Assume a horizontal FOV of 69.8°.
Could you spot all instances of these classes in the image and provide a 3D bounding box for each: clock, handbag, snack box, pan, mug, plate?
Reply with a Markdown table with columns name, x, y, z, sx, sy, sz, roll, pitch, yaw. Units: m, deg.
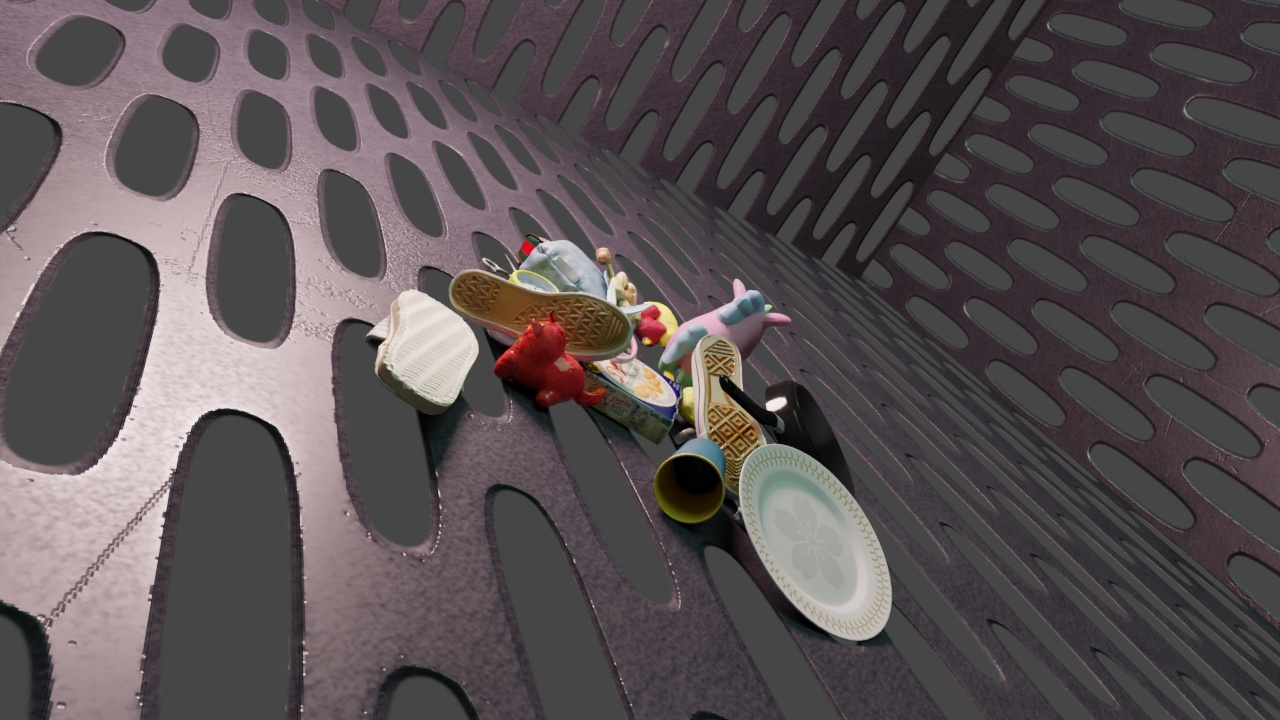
| name | x | y | z | sx | sy | sz | roll | pitch | yaw |
| --- | --- | --- | --- | --- | --- | --- | --- | --- | --- |
| clock | -0.157 | -0.078 | 1.261 | 0.083 | 0.057 | 0.118 | 32 | 24 | -1 |
| handbag | -0.123 | -0.151 | 1.515 | 0.166 | 0.063 | 0.138 | 29 | 8 | -13 |
| snack box | -0.020 | 0.036 | 1.203 | 0.145 | 0.043 | 0.144 | 31 | 18 | -3 |
| pan | 0.196 | 0.090 | 1.190 | 0.355 | 0.044 | 0.203 | 40 | 30 | -50 |
| mug | 0.062 | 0.130 | 1.046 | 0.078 | 0.078 | 0.121 | 33 | 13 | 4 |
| plate | 0.198 | 0.204 | 1.047 | 0.242 | 0.016 | 0.242 | 29 | 39 | -27 |
| handbag | -0.078 | -0.110 | 1.371 | 0.192 | 0.119 | 0.121 | 47 | 20 | 10 |

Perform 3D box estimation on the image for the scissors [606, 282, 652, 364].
| name | x | y | z | sx | sy | sz | roll | pitch | yaw |
| --- | --- | --- | --- | --- | --- | --- | --- | --- | --- |
| scissors | -0.057 | -0.061 | 1.243 | 0.168 | 0.014 | 0.170 | 13 | 40 | -12 |

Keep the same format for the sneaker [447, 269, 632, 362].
| name | x | y | z | sx | sy | sz | roll | pitch | yaw |
| --- | --- | --- | --- | --- | --- | --- | --- | --- | --- |
| sneaker | -0.127 | -0.048 | 1.163 | 0.235 | 0.087 | 0.079 | 15 | -16 | 0 |

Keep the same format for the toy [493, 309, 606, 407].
| name | x | y | z | sx | sy | sz | roll | pitch | yaw |
| --- | --- | --- | --- | --- | --- | --- | --- | --- | --- |
| toy | -0.094 | 0.006 | 1.079 | 0.133 | 0.094 | 0.088 | 31 | 18 | -8 |

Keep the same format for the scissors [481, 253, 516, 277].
| name | x | y | z | sx | sy | sz | roll | pitch | yaw |
| --- | --- | --- | --- | --- | --- | --- | --- | --- | --- |
| scissors | -0.181 | -0.119 | 1.397 | 0.141 | 0.014 | 0.175 | 19 | 24 | -51 |

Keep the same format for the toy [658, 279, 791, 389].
| name | x | y | z | sx | sy | sz | roll | pitch | yaw |
| --- | --- | --- | --- | --- | --- | --- | --- | --- | --- |
| toy | 0.120 | -0.038 | 1.419 | 0.120 | 0.171 | 0.221 | 41 | 20 | 27 |

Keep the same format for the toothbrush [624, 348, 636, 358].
| name | x | y | z | sx | sy | sz | roll | pitch | yaw |
| --- | --- | --- | --- | --- | --- | --- | --- | --- | --- |
| toothbrush | -0.008 | 0.008 | 1.337 | 0.016 | 0.021 | 0.135 | 23 | 16 | -16 |

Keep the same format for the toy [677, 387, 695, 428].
| name | x | y | z | sx | sy | sz | roll | pitch | yaw |
| --- | --- | --- | --- | --- | --- | --- | --- | --- | --- |
| toy | 0.104 | 0.081 | 1.287 | 0.118 | 0.043 | 0.092 | 34 | 17 | 0 |

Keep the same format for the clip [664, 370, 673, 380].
| name | x | y | z | sx | sy | sz | roll | pitch | yaw |
| --- | --- | --- | --- | --- | --- | --- | --- | --- | --- |
| clip | 0.028 | 0.030 | 1.325 | 0.048 | 0.045 | 0.054 | 53 | 13 | -18 |

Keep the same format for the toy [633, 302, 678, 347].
| name | x | y | z | sx | sy | sz | roll | pitch | yaw |
| --- | --- | --- | --- | --- | --- | --- | --- | --- | --- |
| toy | 0.004 | -0.064 | 1.485 | 0.137 | 0.067 | 0.105 | 24 | 39 | -27 |

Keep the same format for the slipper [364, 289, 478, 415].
| name | x | y | z | sx | sy | sz | roll | pitch | yaw |
| --- | --- | --- | --- | --- | --- | --- | --- | --- | --- |
| slipper | -0.228 | -0.008 | 0.956 | 0.114 | 0.054 | 0.272 | 30 | 13 | -18 |

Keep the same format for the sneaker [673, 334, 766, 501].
| name | x | y | z | sx | sy | sz | roll | pitch | yaw |
| --- | --- | --- | --- | --- | --- | --- | --- | --- | --- |
| sneaker | 0.102 | 0.082 | 1.196 | 0.118 | 0.088 | 0.240 | 6 | 53 | -17 |

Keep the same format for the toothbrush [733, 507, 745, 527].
| name | x | y | z | sx | sy | sz | roll | pitch | yaw |
| --- | --- | --- | --- | --- | --- | --- | --- | --- | --- |
| toothbrush | 0.158 | 0.220 | 1.055 | 0.135 | 0.017 | 0.022 | 43 | 20 | 25 |
